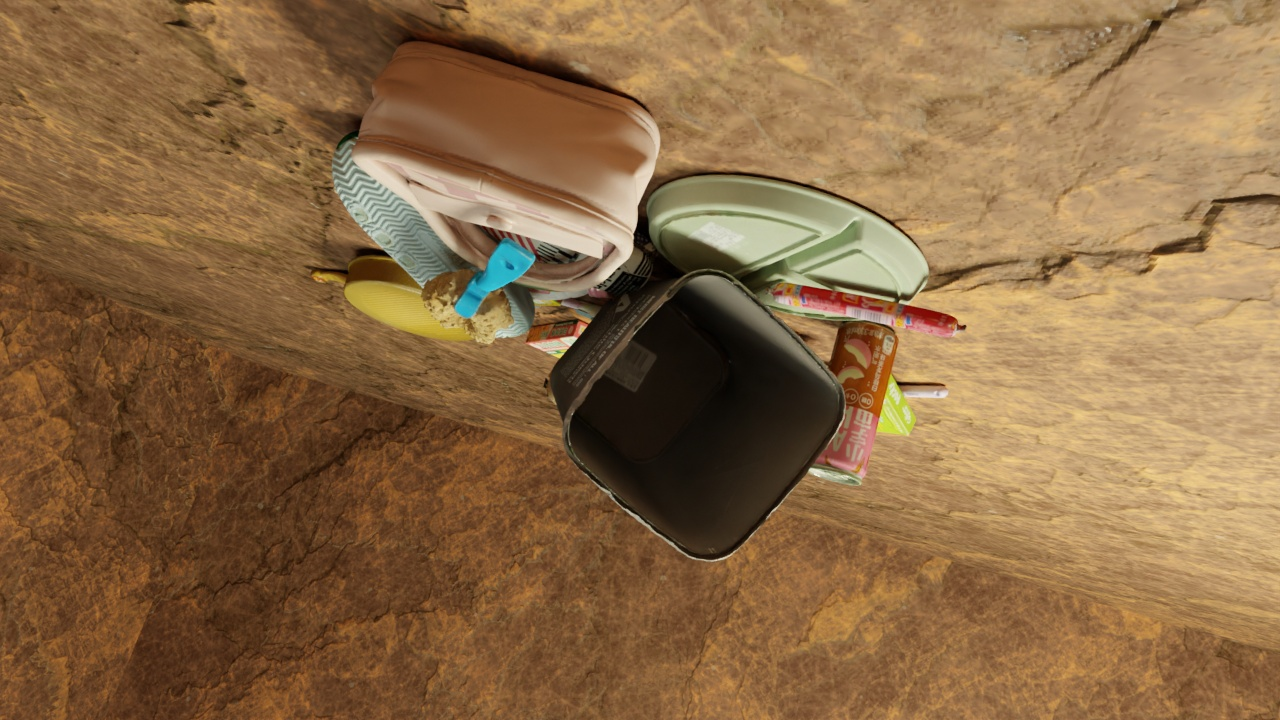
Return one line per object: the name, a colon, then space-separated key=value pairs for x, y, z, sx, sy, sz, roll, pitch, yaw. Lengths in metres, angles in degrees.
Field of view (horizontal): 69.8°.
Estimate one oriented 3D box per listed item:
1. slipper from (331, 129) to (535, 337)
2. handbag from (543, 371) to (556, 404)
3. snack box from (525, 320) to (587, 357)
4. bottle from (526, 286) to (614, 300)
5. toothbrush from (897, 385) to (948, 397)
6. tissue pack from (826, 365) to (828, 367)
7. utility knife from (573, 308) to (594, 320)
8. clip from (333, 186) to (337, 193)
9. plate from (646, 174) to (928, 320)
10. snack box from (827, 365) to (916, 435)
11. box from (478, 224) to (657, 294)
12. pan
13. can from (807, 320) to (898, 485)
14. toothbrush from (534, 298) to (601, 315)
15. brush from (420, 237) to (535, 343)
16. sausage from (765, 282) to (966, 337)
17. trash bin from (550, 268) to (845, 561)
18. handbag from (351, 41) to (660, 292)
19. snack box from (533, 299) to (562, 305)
slipper: x=-0.171 y=-0.116 z=0.830 sx=0.104 sy=0.074 sz=0.245 roll=-9 pitch=136 yaw=27
handbag: x=-0.006 y=0.006 z=1.036 sx=0.147 sy=0.099 sz=0.205 roll=21 pitch=140 yaw=-29
snack box: x=-0.092 y=-0.025 z=1.270 sx=0.077 sy=0.027 sz=0.156 roll=25 pitch=166 yaw=-27
bottle: x=-0.118 y=-0.096 z=0.911 sx=0.197 sy=0.068 sz=0.068 roll=9 pitch=166 yaw=19
toothbrush: x=0.270 y=0.035 z=1.050 sx=0.190 sy=0.021 sz=0.029 roll=-3 pitch=116 yaw=55
tissue pack: x=0.139 y=0.015 z=0.991 sx=0.090 sy=0.063 sz=0.140 roll=36 pitch=168 yaw=1
utility knife: x=-0.004 y=-0.029 z=1.149 sx=0.176 sy=0.019 sz=0.031 roll=17 pitch=164 yaw=-14
clip: x=-0.250 y=-0.158 z=0.895 sx=0.103 sy=0.034 sz=0.077 roll=32 pitch=166 yaw=-22
plate: x=0.111 y=-0.081 z=0.733 sx=0.230 sy=0.027 sz=0.230 roll=16 pitch=167 yaw=4
snack box: x=0.230 y=0.042 z=1.055 sx=0.157 sy=0.026 sz=0.086 roll=5 pitch=142 yaw=47
box: x=-0.059 y=-0.120 z=0.781 sx=0.163 sy=0.076 sz=0.075 roll=26 pitch=147 yaw=-13
pan: x=-0.361 y=-0.098 z=1.288 sx=0.358 sy=0.078 sz=0.197 roll=0 pitch=157 yaw=36
can: x=0.197 y=0.039 z=0.858 sx=0.058 sy=0.147 sz=0.058 roll=16 pitch=168 yaw=3
toothbrush: x=-0.041 y=-0.054 z=1.088 sx=0.189 sy=0.029 sz=0.020 roll=15 pitch=-150 yaw=6
brush: x=-0.124 y=-0.057 z=0.725 sx=0.083 sy=0.045 sz=0.255 roll=33 pitch=165 yaw=-13
sausage: x=0.172 y=-0.041 z=0.713 sx=0.156 sy=0.020 sz=0.020 roll=13 pitch=167 yaw=19
trash bin: x=0.027 y=0.029 z=0.833 sx=0.198 sy=0.199 sz=0.220 roll=42 pitch=177 yaw=-19
handbag: x=-0.092 y=-0.113 z=0.673 sx=0.193 sy=0.093 sz=0.234 roll=19 pitch=162 yaw=1
snack box: x=-0.160 y=-0.093 z=1.055 sx=0.141 sy=0.033 sz=0.087 roll=6 pitch=164 yaw=47
